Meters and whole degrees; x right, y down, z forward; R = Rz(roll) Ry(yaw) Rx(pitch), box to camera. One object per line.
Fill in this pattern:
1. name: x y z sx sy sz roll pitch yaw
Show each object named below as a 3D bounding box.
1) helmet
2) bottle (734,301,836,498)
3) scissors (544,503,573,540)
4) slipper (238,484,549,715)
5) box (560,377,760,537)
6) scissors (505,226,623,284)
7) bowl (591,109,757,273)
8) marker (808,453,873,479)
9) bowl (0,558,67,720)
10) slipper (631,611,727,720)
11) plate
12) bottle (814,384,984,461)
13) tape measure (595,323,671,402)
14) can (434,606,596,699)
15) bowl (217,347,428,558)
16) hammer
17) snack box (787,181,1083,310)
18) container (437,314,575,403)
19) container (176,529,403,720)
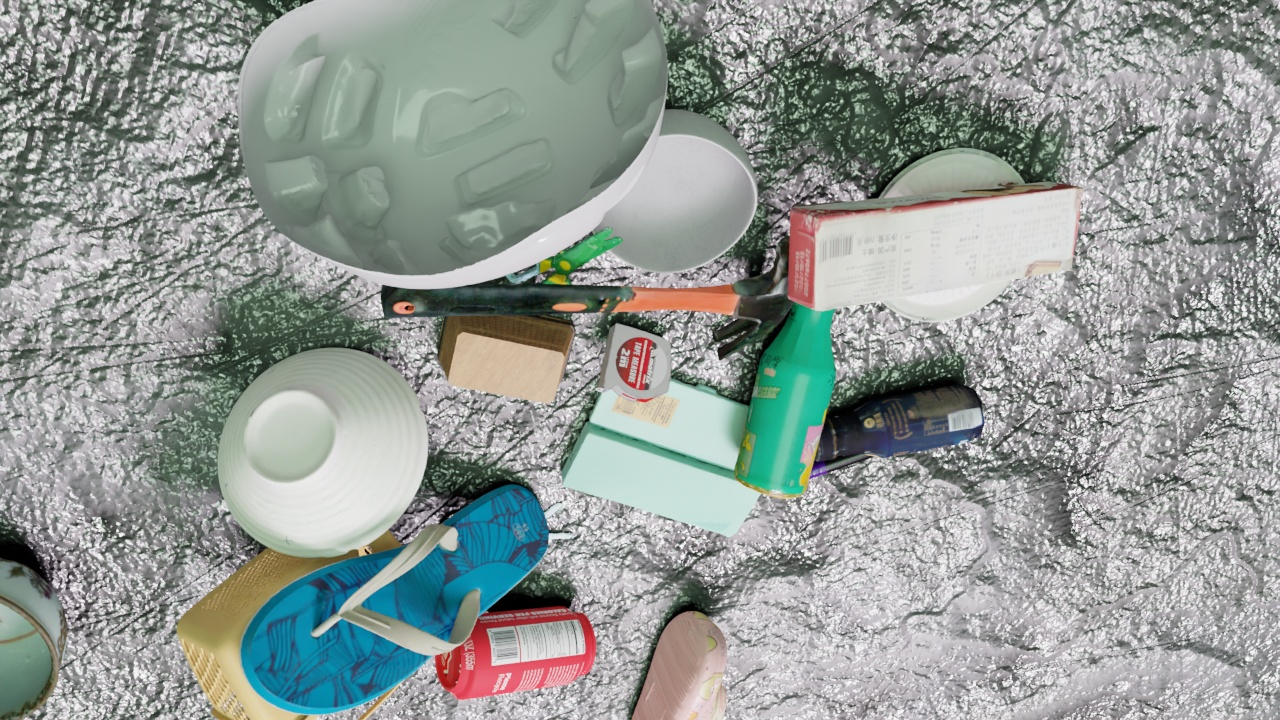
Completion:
1. helmet: -0.114 -0.167 0.623 0.283 0.183 0.224 -27 80 20
2. bottle: 0.138 0.014 0.812 0.068 0.068 0.210 9 103 -12
3. scissors: -0.125 0.183 0.890 0.133 0.015 0.104 -4 111 -10
4. slipper: -0.178 0.194 0.762 0.294 0.060 0.118 -27 103 -42
5. box: 0.035 0.085 0.861 0.186 0.033 0.136 18 115 -16
6. scissors: -0.064 -0.084 0.741 0.070 0.014 0.131 40 139 -18
7. bowl: 0.022 -0.140 0.726 0.132 0.064 0.132 -3 137 -3
8. marker: 0.192 0.096 0.891 0.134 0.015 0.018 -19 107 1
9. bowl: -0.577 0.230 0.802 0.160 0.093 0.160 -3 114 -7
10. slipper: 0.052 0.352 0.950 0.081 0.093 0.198 11 113 -24
11. plate: 0.270 -0.109 0.810 0.157 0.014 0.157 -3 114 -7
12. bottle: 0.237 0.061 0.859 0.161 0.056 0.056 -10 115 -3
13. tape measure: -0.005 0.005 0.805 0.062 0.020 0.060 15 73 -17
14. can: -0.118 0.276 0.874 0.142 0.074 0.074 6 115 -37
15. bowl: -0.265 0.066 0.731 0.177 0.071 0.177 -1 75 3
16. hammer: -0.037 -0.050 0.738 0.333 0.033 0.133 0 146 -14
17. snack box: 0.241 -0.097 0.741 0.272 0.044 0.077 -10 111 -23
18. container: -0.114 -0.005 0.777 0.114 0.061 0.063 12 112 -13
19. container: -0.274 0.243 0.791 0.129 0.182 0.167 -1 120 43
